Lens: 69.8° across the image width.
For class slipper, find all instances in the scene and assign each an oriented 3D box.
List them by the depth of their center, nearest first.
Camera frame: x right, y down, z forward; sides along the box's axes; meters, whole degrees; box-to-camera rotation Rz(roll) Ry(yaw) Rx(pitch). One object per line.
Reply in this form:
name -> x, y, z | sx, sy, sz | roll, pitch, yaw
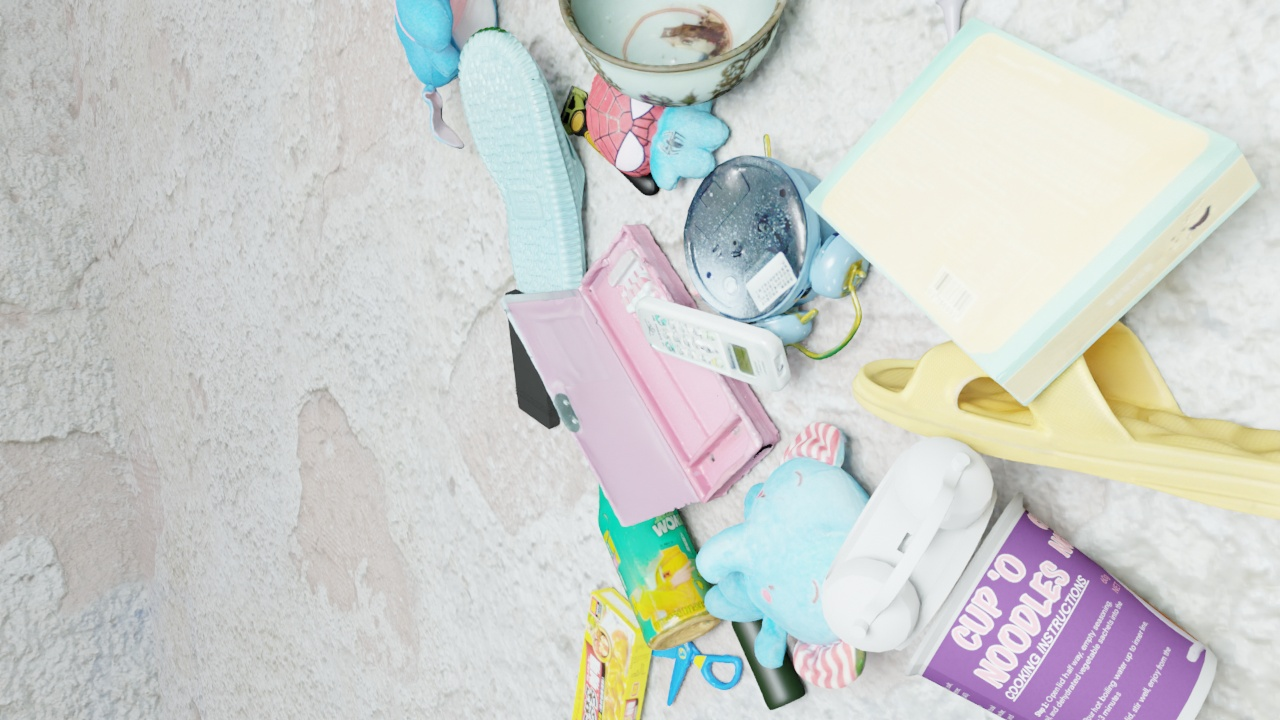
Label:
slipper -> 0.243, 0.016, 0.484 | 0.264, 0.099, 0.078 | 16, 105, 41
slipper -> -0.093, -0.168, 0.850 | 0.116, 0.069, 0.276 | 8, 117, 47

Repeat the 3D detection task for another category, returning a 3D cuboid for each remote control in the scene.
remote control -> 0.052, -0.016, 0.670 | 0.133, 0.022, 0.050 | 20, 142, 42
remote control -> -0.105, 0.000, 0.896 | 0.058, 0.013, 0.134 | 30, 133, 41

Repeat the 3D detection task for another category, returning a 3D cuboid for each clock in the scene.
clock -> 0.147, 0.102, 0.498 | 0.061, 0.159, 0.120 | 31, 88, 13
clock -> 0.097, -0.073, 0.656 | 0.118, 0.060, 0.162 | -45, 63, 42

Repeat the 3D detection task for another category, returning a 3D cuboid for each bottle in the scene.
bottle -> 0.090, 0.211, 0.725 | 0.033, 0.033, 0.123 | -42, 64, 42
bottle -> -0.001, 0.138, 0.787 | 0.068, 0.068, 0.209 | -51, 52, 39

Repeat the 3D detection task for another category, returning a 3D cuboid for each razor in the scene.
razor -> -0.029, -0.188, 0.809 | 0.144, 0.021, 0.044 | 47, 127, 30

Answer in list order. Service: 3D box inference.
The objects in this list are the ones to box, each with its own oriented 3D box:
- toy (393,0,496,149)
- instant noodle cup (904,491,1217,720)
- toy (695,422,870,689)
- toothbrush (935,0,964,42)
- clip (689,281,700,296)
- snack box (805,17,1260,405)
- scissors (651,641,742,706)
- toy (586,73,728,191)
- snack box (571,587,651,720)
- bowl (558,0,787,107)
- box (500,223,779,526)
toy -> -0.188, -0.325, 0.872 | 0.191, 0.099, 0.224 | -173, 92, -81
instant noodle cup -> 0.237, 0.154, 0.509 | 0.122, 0.136, 0.122 | 32, 145, 25
toy -> 0.094, 0.139, 0.653 | 0.181, 0.114, 0.183 | -27, 56, 47
toothbrush -> 0.188, -0.254, 0.561 | 0.019, 0.018, 0.188 | 1, 96, 50
clip -> 0.057, -0.075, 0.734 | 0.023, 0.045, 0.059 | -12, 54, 45
snack box -> 0.189, -0.089, 0.489 | 0.142, 0.044, 0.193 | -48, 38, 15
scissors -> 0.038, 0.247, 0.800 | 0.126, 0.016, 0.123 | -17, 78, 48
toy -> 0.009, -0.189, 0.739 | 0.133, 0.062, 0.092 | 32, 124, 28
snack box -> -0.028, 0.299, 0.865 | 0.075, 0.025, 0.152 | 30, 117, 49
bowl -> 0.027, -0.245, 0.668 | 0.160, 0.160, 0.094 | 61, 175, 22
box -> -0.007, 0.005, 0.740 | 0.107, 0.115, 0.232 | -49, 61, 39
